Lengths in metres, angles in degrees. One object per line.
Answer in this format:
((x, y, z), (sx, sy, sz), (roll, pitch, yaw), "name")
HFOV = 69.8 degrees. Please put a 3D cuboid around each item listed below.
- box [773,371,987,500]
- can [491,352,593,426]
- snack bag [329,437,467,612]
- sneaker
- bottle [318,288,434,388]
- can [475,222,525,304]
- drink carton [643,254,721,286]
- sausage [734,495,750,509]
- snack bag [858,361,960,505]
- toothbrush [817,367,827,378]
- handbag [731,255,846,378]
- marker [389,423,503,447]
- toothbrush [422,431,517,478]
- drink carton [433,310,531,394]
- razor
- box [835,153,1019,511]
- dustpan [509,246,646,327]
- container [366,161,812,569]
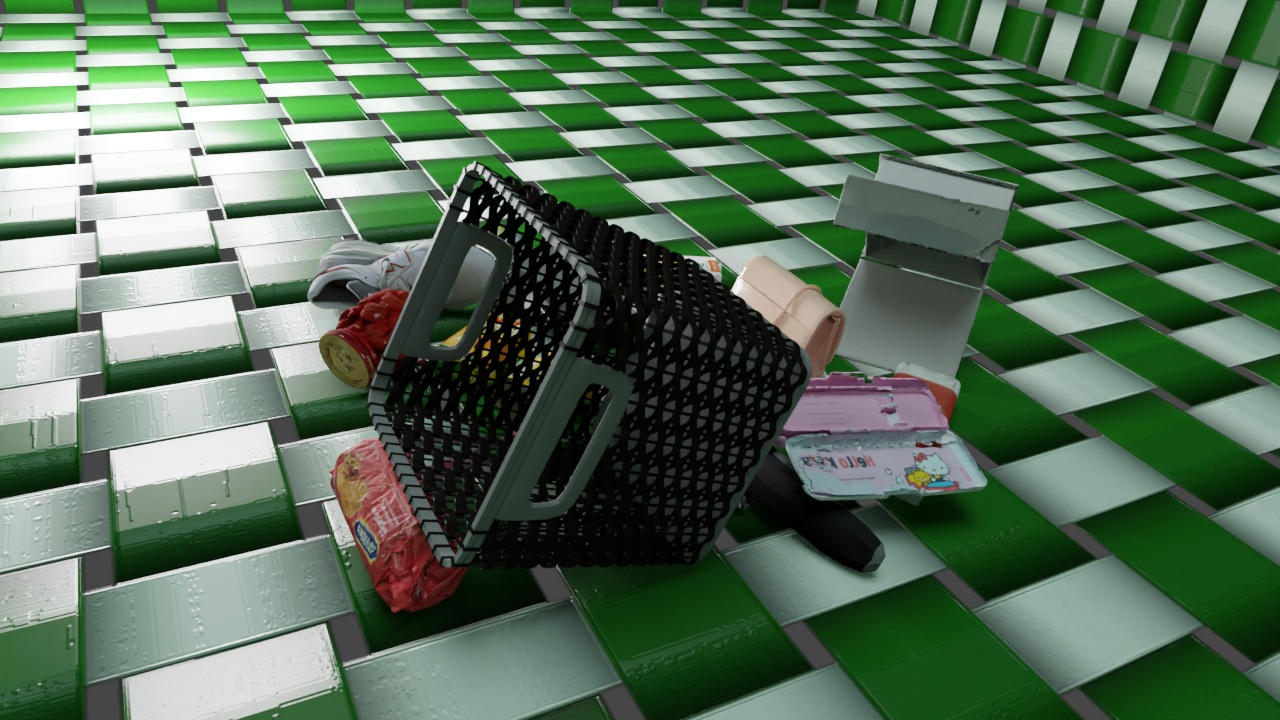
((0.221, 0.077, 0.896), (0.201, 0.041, 0.153), (0, 48, -20), "box")
((-0.098, 0.029, 0.972), (0.068, 0.068, 0.104), (26, 36, 29), "can")
((-0.203, 0.131, 0.771), (0.082, 0.082, 0.176), (-13, 36, -28), "snack bag")
((-0.301, -0.088, 1.125), (0.240, 0.089, 0.124), (5, 34, 16), "sneaker")
((-0.287, -0.023, 1.008), (0.099, 0.099, 0.110), (20, 45, 22), "bottle")
((-0.184, -0.130, 1.221), (0.067, 0.067, 0.120), (-2, 31, -13), "can")
((0.051, -0.115, 1.262), (0.122, 0.040, 0.058), (2, 31, -6), "drink carton")
((0.041, 0.111, 0.907), (0.155, 0.020, 0.020), (24, 35, 28), "sausage")
((0.291, 0.072, 0.996), (0.077, 0.041, 0.224), (20, 32, 18), "snack bag")
((0.202, -0.025, 1.168), (0.012, 0.017, 0.186), (-4, 34, -11), "toothbrush")
((0.125, -0.045, 1.047), (0.187, 0.117, 0.198), (6, 26, -35), "handbag")
((-0.194, 0.074, 0.912), (0.139, 0.016, 0.022), (5, 11, 17), "marker")
((-0.170, 0.096, 0.900), (0.134, 0.016, 0.021), (-21, 40, -34), "toothbrush")
((-0.178, -0.012, 1.052), (0.058, 0.041, 0.122), (18, 32, 19), "drink carton")
((0.159, 0.140, 0.851), (0.060, 0.057, 0.156), (22, 12, -46), "razor")
((0.337, -0.034, 1.193), (0.167, 0.447, 0.164), (18, 22, 19), "box")
((-0.037, -0.076, 1.154), (0.257, 0.033, 0.162), (41, 31, 17), "dustpan")
((-0.046, 0.017, 0.774), (0.243, 0.248, 0.245), (14, 21, -38), "container")
